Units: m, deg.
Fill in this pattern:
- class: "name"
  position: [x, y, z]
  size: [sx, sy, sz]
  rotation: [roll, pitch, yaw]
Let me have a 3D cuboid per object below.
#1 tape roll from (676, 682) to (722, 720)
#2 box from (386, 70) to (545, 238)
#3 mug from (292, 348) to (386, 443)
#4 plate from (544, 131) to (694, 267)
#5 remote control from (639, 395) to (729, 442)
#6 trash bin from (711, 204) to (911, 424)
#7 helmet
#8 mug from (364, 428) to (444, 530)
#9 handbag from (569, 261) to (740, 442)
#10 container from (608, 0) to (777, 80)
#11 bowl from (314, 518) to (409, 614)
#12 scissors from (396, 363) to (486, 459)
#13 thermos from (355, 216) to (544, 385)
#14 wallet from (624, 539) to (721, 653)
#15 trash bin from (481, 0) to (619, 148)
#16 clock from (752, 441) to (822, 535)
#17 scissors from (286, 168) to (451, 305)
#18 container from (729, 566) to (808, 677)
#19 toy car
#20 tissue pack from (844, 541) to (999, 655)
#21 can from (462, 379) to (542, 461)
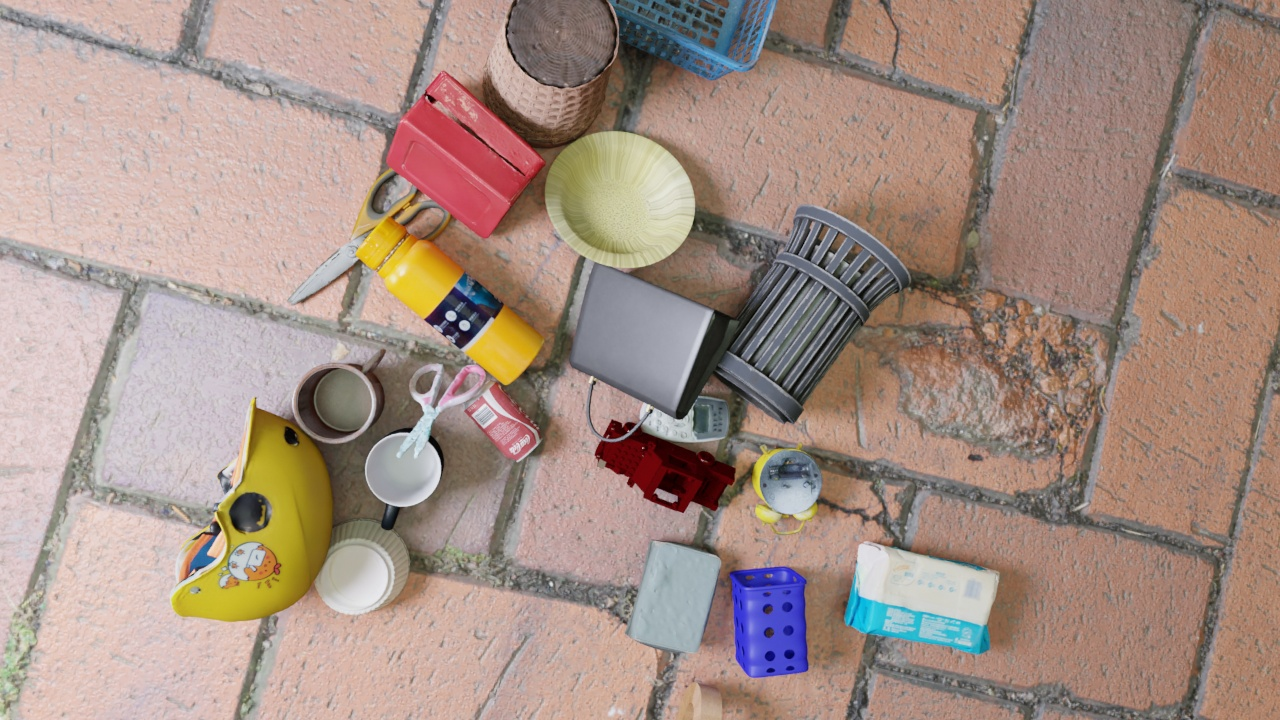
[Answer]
- class: "tape roll"
  position: [0.071, 0.450, 1.139]
  size: [0.027, 0.094, 0.094]
  rotation: [17, 88, -9]
- class: "box"
  position: [-0.205, -0.234, 1.066]
  size: [0.157, 0.137, 0.126]
  rotation: [41, 85, -10]
- class: "mug"
  position: [-0.336, 0.035, 1.063]
  size: [0.096, 0.110, 0.123]
  rotation: [43, 83, -12]
- class: "plate"
  position: [-0.027, -0.192, 1.133]
  size: [0.184, 0.036, 0.184]
  rotation: [3, 72, -10]
- class: "remote control"
  position: [0.056, 0.073, 1.166]
  size: [0.114, 0.028, 0.060]
  rotation: [3, 90, -10]
- class: "trash bin"
  position: [0.194, -0.049, 1.125]
  size: [0.164, 0.164, 0.227]
  rotation: [36, 88, -8]
- class: "helmet"
  position: [-0.407, 0.175, 1.013]
  size: [0.139, 0.209, 0.240]
  rotation: [24, 83, -24]
- class: "mug"
  position: [-0.280, 0.140, 1.078]
  size: [0.085, 0.094, 0.121]
  rotation: [17, 88, -9]
- class: "handbag"
  position: [-0.006, 0.006, 1.097]
  size: [0.176, 0.072, 0.196]
  rotation: [25, 95, 31]
- class: "container"
  position: [-0.009, -0.496, 1.097]
  size: [0.362, 0.089, 0.256]
  rotation: [22, 71, -9]
- class: "bowl"
  position: [-0.334, 0.250, 1.086]
  size: [0.115, 0.062, 0.115]
  rotation: [0, 91, -10]
- class: "scissors"
  position: [-0.252, 0.057, 1.058]
  size: [0.101, 0.178, 0.016]
  rotation: [8, 129, 17]
- class: "thermos"
  position: [-0.227, -0.070, 1.087]
  size: [0.232, 0.092, 0.076]
  rotation: [40, 70, -15]
- class: "wallet"
  position: [0.041, 0.295, 1.155]
  size: [0.100, 0.054, 0.131]
  rotation: [19, 85, -18]
- class: "trash bin"
  position: [-0.105, -0.338, 1.045]
  size: [0.151, 0.210, 0.151]
  rotation: [0, 90, -9]
- class: "clock"
  position: [0.186, 0.165, 1.174]
  size: [0.083, 0.057, 0.118]
  rotation: [-4, 91, -10]
- class: "scissors"
  position: [-0.341, -0.149, 1.105]
  size: [0.228, 0.016, 0.114]
  rotation: [-35, 95, -8]
- class: "container"
  position: [0.163, 0.329, 1.158]
  size: [0.084, 0.085, 0.113]
  rotation: [-3, 92, -9]
- class: "toy car"
  position: [0.030, 0.137, 1.135]
  size: [0.170, 0.061, 0.070]
  rotation: [22, 119, -9]
- class: "tissue pack"
  position: [0.373, 0.312, 1.202]
  size: [0.209, 0.066, 0.117]
  rotation: [14, 87, -10]
- class: "can"
  position: [-0.167, 0.074, 1.117]
  size: [0.054, 0.054, 0.096]
  rotation: [-43, 97, -7]
